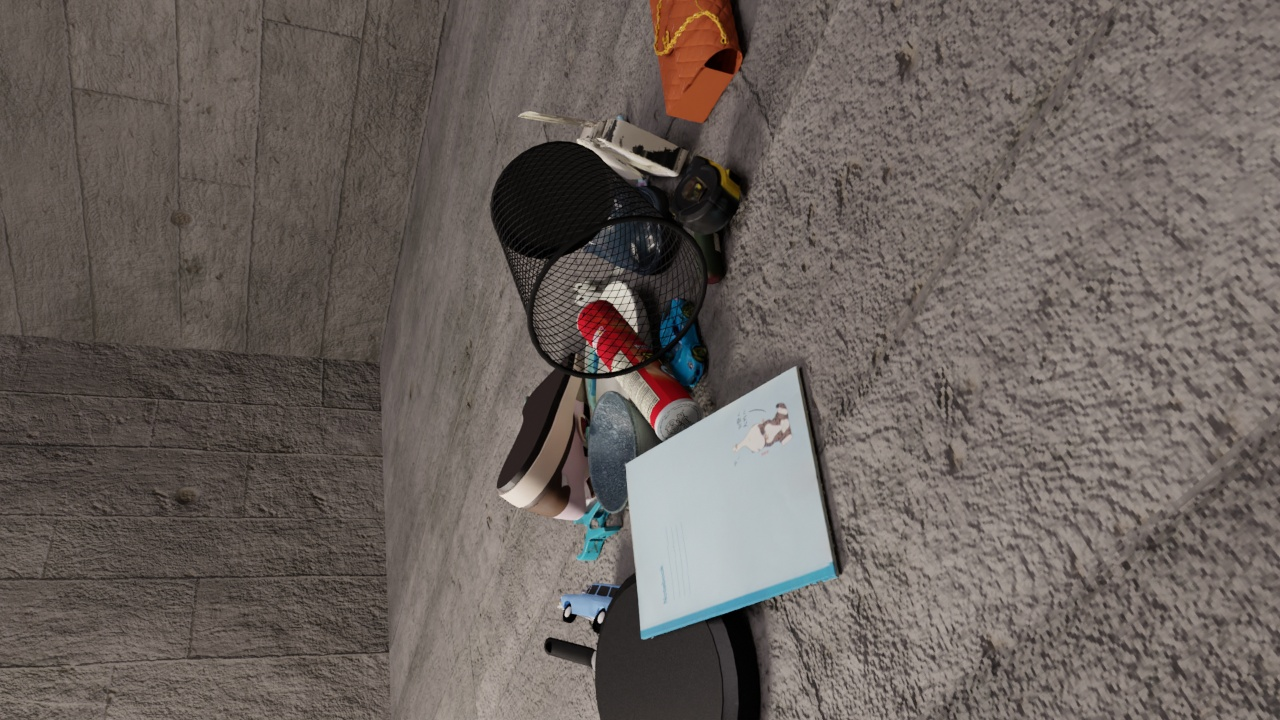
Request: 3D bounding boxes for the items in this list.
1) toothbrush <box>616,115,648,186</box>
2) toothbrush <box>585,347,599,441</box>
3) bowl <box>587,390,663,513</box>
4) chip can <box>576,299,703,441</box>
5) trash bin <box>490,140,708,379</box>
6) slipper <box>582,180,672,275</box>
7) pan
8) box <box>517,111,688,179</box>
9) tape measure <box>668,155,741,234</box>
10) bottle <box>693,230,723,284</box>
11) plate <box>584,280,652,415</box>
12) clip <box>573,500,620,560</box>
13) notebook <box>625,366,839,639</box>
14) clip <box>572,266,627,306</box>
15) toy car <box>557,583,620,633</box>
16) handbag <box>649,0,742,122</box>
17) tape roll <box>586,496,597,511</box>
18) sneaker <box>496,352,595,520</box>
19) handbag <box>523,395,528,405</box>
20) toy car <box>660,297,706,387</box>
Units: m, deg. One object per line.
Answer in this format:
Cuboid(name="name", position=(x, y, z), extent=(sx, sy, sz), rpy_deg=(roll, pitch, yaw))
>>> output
Cuboid(name="toothbrush", position=(-0.013, -0.267, 1.177), extent=(0.022, 0.016, 0.154), rpy_deg=(-41, 44, 28))
Cuboid(name="toothbrush", position=(-0.059, 0.035, 1.134), extent=(0.022, 0.017, 0.135), rpy_deg=(154, 117, -66))
Cuboid(name="bowl", position=(-0.009, 0.102, 1.034), extent=(0.137, 0.057, 0.137), rpy_deg=(-179, 90, -65))
Cuboid(name="chip can", position=(-0.006, 0.006, 0.988), extent=(0.214, 0.051, 0.052), rpy_deg=(51, 133, 48))
Cuboid(name="trash bin", position=(-0.059, -0.118, 0.950), extent=(0.210, 0.183, 0.184), rpy_deg=(58, 138, 45))
Cuboid(name="slipper", position=(-0.045, -0.170, 1.127), extent=(0.265, 0.083, 0.109), rpy_deg=(-142, 51, -58))
Cuboid(name="pan", position=(-0.013, 0.315, 0.933), extent=(0.357, 0.034, 0.225), rpy_deg=(-10, 75, 53))
Cuboid(name="box", position=(-0.051, -0.251, 1.037), extent=(0.044, 0.184, 0.143), rpy_deg=(-68, 18, 4))
Cuboid(name="tape measure", position=(0.064, -0.162, 0.908), extent=(0.071, 0.042, 0.072), rpy_deg=(-56, 41, 0))
Cuboid(name="bottle", position=(0.067, -0.129, 0.940), extent=(0.025, 0.025, 0.106), rpy_deg=(135, 135, -58))
Cuboid(name="plate", position=(-0.023, -0.005, 1.126), extent=(0.182, 0.034, 0.182), rpy_deg=(-176, 90, -68))
Cuboid(name="clip", position=(-0.061, 0.201, 1.193), extent=(0.119, 0.030, 0.130), rpy_deg=(-101, 26, -44))
Cuboid(name="notebook", position=(0.068, 0.136, 0.827), extent=(0.254, 0.009, 0.180), rpy_deg=(-35, 52, 44))
Cuboid(name="clip", position=(-0.056, -0.080, 1.203), extent=(0.052, 0.059, 0.102), rpy_deg=(63, 147, 21))
Cuboid(name="toy car", position=(-0.040, 0.288, 1.067), extent=(0.154, 0.056, 0.054), rpy_deg=(-17, 50, 58))
Cuboid(name="handbag", position=(0.055, -0.360, 0.978), extent=(0.109, 0.060, 0.171), rpy_deg=(-46, 44, 52))
Cuboid(name="tape roll", position=(-0.074, 0.159, 1.247), extent=(0.093, 0.013, 0.093), rpy_deg=(-176, 90, -68))
Cuboid(name="sneaker", position=(-0.089, 0.099, 1.198), extent=(0.112, 0.116, 0.293), rpy_deg=(-44, 17, 25))
Cuboid(name="handbag", position=(-0.139, 0.113, 1.346), extent=(0.106, 0.067, 0.121), rpy_deg=(170, 103, -69))
Cuboid(name="toy car", position=(0.042, -0.021, 0.974), extent=(0.048, 0.032, 0.105), rpy_deg=(121, 145, -47))
